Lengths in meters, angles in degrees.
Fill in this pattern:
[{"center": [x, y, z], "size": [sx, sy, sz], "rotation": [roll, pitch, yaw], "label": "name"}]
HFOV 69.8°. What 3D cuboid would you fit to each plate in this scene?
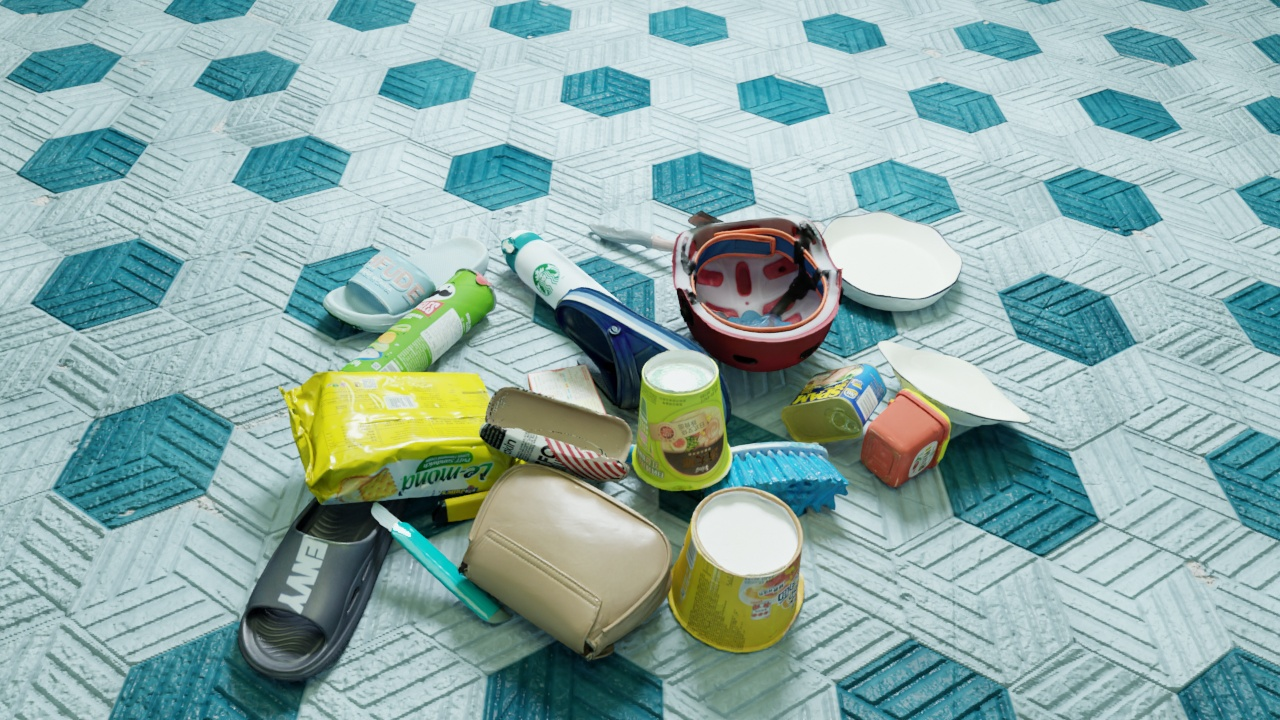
[{"center": [0.358, -0.142, 1.337], "size": [0.205, 0.046, 0.204], "rotation": [2, 45, -2], "label": "plate"}, {"center": [0.376, 0.036, 1.128], "size": [0.163, 0.034, 0.164], "rotation": [11, 26, -21], "label": "plate"}]

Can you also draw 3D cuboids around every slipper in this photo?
[{"center": [-0.006, 0.006, 1.088], "size": [0.253, 0.105, 0.095], "rotation": [37, 62, 12], "label": "slipper"}, {"center": [-0.317, 0.186, 0.921], "size": [0.111, 0.083, 0.267], "rotation": [9, 42, 8], "label": "slipper"}, {"center": [-0.309, -0.115, 1.243], "size": [0.104, 0.074, 0.244], "rotation": [35, 50, 28], "label": "slipper"}]

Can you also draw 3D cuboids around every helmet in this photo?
[{"center": [0.150, -0.066, 1.171], "size": [0.207, 0.144, 0.239], "rotation": [-9, 48, -3], "label": "helmet"}]

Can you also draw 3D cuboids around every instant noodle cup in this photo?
[{"center": [0.099, 0.200, 0.912], "size": [0.138, 0.110, 0.137], "rotation": [2, 42, -2], "label": "instant noodle cup"}, {"center": [0.043, 0.059, 0.983], "size": [0.112, 0.124, 0.111], "rotation": [-3, 35, 2], "label": "instant noodle cup"}]

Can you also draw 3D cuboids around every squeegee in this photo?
[{"center": [0.029, -0.178, 1.329], "size": [0.250, 0.040, 0.247], "rotation": [7, 1, 30], "label": "squeegee"}]

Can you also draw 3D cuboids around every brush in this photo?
[{"center": [0.067, 0.126, 1.035], "size": [0.314, 0.061, 0.109], "rotation": [-4, 38, -4], "label": "brush"}]

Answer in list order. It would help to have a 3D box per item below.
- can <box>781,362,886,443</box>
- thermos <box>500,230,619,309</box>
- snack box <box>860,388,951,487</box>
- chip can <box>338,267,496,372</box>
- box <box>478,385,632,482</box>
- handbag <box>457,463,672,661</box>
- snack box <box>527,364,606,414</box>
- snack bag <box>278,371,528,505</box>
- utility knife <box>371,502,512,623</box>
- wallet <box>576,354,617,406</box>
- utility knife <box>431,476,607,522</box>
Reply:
[{"center": [0.231, 0.051, 1.090], "size": [0.102, 0.057, 0.083], "rotation": [-16, 21, 46], "label": "can"}, {"center": [-0.109, -0.105, 1.248], "size": [0.073, 0.073, 0.224], "rotation": [-28, 52, -29], "label": "thermos"}, {"center": [0.300, 0.092, 1.057], "size": [0.080, 0.091, 0.082], "rotation": [-31, 54, -23], "label": "snack box"}, {"center": [-0.278, -0.027, 1.153], "size": [0.072, 0.072, 0.235], "rotation": [23, 47, 19], "label": "chip can"}, {"center": [-0.087, 0.076, 0.976], "size": [0.162, 0.076, 0.086], "rotation": [15, 62, -6], "label": "box"}, {"center": [-0.073, 0.200, 0.915], "size": [0.204, 0.100, 0.147], "rotation": [27, 56, 23], "label": "handbag"}, {"center": [-0.084, 0.059, 1.084], "size": [0.077, 0.027, 0.155], "rotation": [-10, 33, -11], "label": "snack box"}, {"center": [-0.256, 0.074, 1.002], "size": [0.246, 0.068, 0.158], "rotation": [0, 39, -34], "label": "snack bag"}, {"center": [-0.203, 0.204, 0.920], "size": [0.182, 0.013, 0.029], "rotation": [40, 35, 8], "label": "utility knife"}, {"center": [-0.008, 0.006, 1.177], "size": [0.120, 0.019, 0.097], "rotation": [-24, 48, -24], "label": "wallet"}, {"center": [-0.130, 0.147, 1.012], "size": [0.201, 0.033, 0.015], "rotation": [-10, 41, -19], "label": "utility knife"}]
